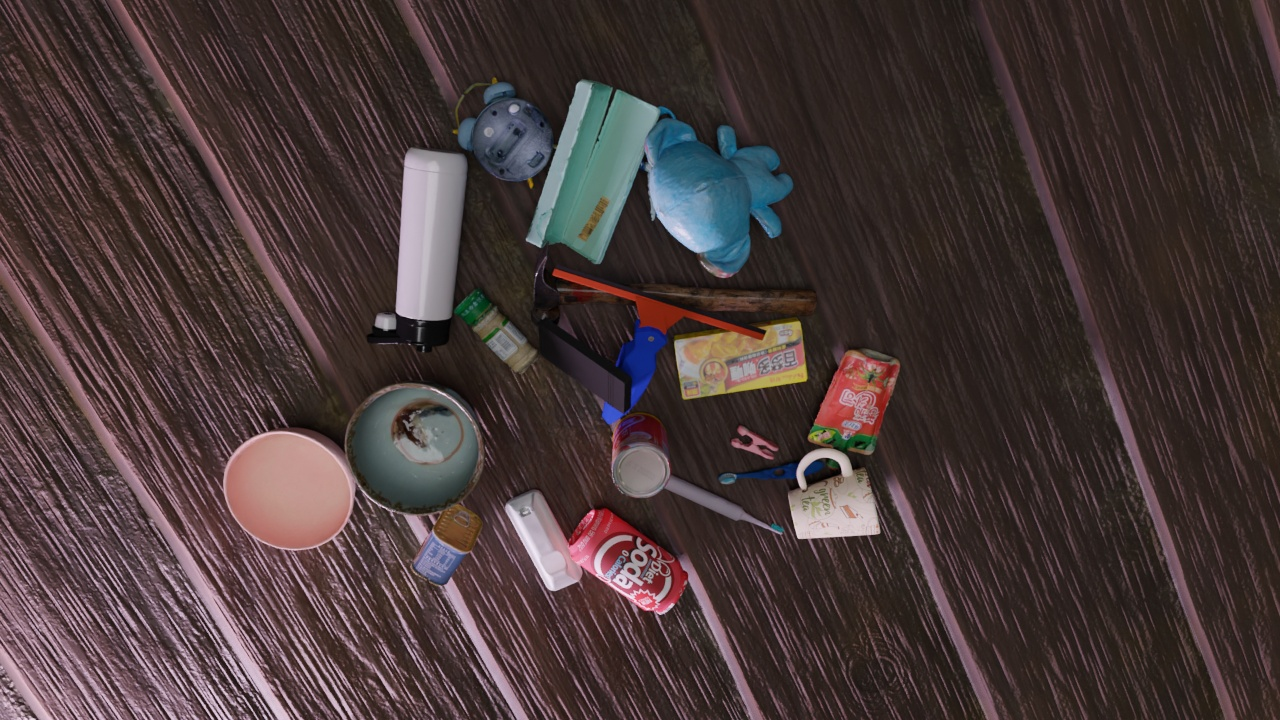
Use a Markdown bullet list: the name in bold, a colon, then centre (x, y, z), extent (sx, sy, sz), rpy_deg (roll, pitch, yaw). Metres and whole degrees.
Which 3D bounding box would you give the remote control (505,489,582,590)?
- **remote control**: centre (-0.121, 0.227, 1.152), extent (0.050, 0.022, 0.133), rpy_deg (-25, 102, 5)

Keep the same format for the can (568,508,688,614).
- **can**: centre (-0.016, 0.247, 1.131), extent (0.142, 0.074, 0.074), rpy_deg (37, 101, -9)

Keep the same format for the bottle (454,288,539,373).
- **bottle**: centre (-0.167, -0.034, 1.078), extent (0.043, 0.042, 0.110), rpy_deg (-42, 102, 9)

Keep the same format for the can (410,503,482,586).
- **can**: centre (-0.234, 0.222, 1.112), extent (0.054, 0.099, 0.059), rpy_deg (32, 104, -7)

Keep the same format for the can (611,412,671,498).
- **can**: centre (0.000, 0.109, 1.071), extent (0.066, 0.124, 0.067), rpy_deg (0, 104, -1)

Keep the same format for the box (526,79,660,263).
- **box**: centre (-0.046, -0.202, 1.009), extent (0.091, 0.077, 0.189), rpy_deg (24, 108, 8)

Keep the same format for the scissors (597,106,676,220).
- **scissors**: centre (0.002, -0.222, 1.048), extent (0.117, 0.014, 0.130), rpy_deg (-3, 110, 4)

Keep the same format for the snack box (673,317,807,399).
- **snack box**: centre (0.119, -0.003, 1.096), extent (0.152, 0.025, 0.075), rpy_deg (-9, 104, 2)

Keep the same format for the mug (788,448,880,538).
- **mug**: centre (0.228, 0.161, 1.110), extent (0.097, 0.081, 0.122), rpy_deg (-13, 112, 10)

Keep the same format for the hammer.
- **hammer**: centre (0.042, -0.078, 1.053), extent (0.330, 0.033, 0.120), rpy_deg (2, 143, -6)

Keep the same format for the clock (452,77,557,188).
- **clock**: centre (-0.150, -0.254, 1.020), extent (0.124, 0.051, 0.089), rpy_deg (39, 102, -8)

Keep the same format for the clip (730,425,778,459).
- **clip**: centre (0.141, 0.097, 1.124), extent (0.060, 0.023, 0.044), rpy_deg (4, 105, 4)

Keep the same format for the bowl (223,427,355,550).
- **bowl**: centre (-0.410, 0.144, 1.103), extent (0.153, 0.076, 0.153), rpy_deg (0, 104, 1)

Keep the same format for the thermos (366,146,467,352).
- **thermos**: centre (-0.256, -0.125, 1.046), extent (0.101, 0.068, 0.230), rpy_deg (11, 105, 10)

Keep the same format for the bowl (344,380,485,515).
- **bowl**: centre (-0.257, 0.091, 1.081), extent (0.160, 0.093, 0.160), rpy_deg (0, 104, -1)

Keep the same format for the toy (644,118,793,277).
- **toy**: centre (0.086, -0.185, 1.011), extent (0.180, 0.115, 0.183), rpy_deg (-25, 86, -36)

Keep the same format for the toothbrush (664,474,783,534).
- **toothbrush**: centre (0.094, 0.177, 1.143), extent (0.188, 0.018, 0.019), rpy_deg (25, 104, -6)

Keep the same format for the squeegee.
- **squeegee**: centre (-0.006, 0.006, 1.060), extent (0.249, 0.055, 0.185), rpy_deg (17, 129, -11)

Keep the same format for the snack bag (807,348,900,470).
- **snack bag**: centre (0.256, 0.062, 1.111), extent (0.087, 0.044, 0.155), rpy_deg (13, 109, -12)

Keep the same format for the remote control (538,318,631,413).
- **remote control**: centre (-0.064, 0.006, 1.044), extent (0.133, 0.013, 0.058), rpy_deg (35, 146, 24)

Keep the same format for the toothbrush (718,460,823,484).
- **toothbrush**: centre (0.162, 0.139, 1.136), extent (0.132, 0.016, 0.021), rpy_deg (-8, 106, 2)
